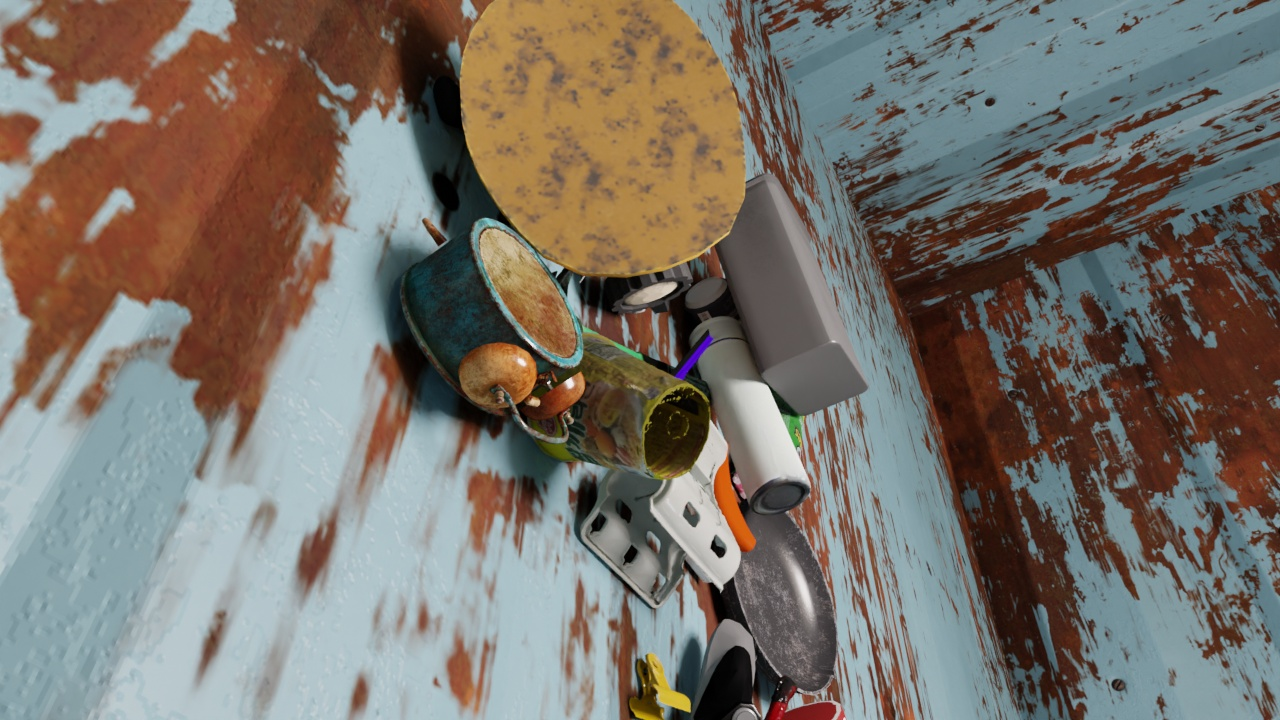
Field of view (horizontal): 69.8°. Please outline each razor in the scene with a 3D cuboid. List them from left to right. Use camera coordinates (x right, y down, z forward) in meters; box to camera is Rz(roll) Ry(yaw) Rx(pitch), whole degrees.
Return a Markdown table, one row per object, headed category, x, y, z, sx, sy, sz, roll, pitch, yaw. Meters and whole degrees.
| category | x | y | z | sx | sy | sz | roll | pitch | yaw |
| --- | --- | --- | --- | --- | --- | --- | --- | --- | --- |
| razor | 0.069 | 0.261 | 0.724 | 0.057 | 0.060 | 0.156 | 34 | 16 | -5 |

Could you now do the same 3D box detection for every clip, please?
| category | x | y | z | sx | sy | sz | roll | pitch | yaw |
| --- | --- | --- | --- | --- | --- | --- | --- | --- | --- |
| clip | 0.014 | 0.244 | 0.683 | 0.054 | 0.046 | 0.048 | 40 | 60 | -48 |
| clip | 0.037 | 0.115 | 0.722 | 0.150 | 0.110 | 0.127 | -49 | 131 | -16 |

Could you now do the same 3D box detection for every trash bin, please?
| category | x | y | z | sx | sy | sz | roll | pitch | yaw |
| --- | --- | --- | --- | --- | --- | --- | --- | --- | --- |
| trash bin | 0.168 | -0.071 | 1.058 | 0.191 | 0.098 | 0.219 | 37 | 32 | -60 |

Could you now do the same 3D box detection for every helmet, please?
| category | x | y | z | sx | sy | sz | roll | pitch | yaw |
| --- | --- | --- | --- | --- | --- | --- | --- | --- | --- |
| helmet | -0.033 | -0.164 | 0.731 | 0.131 | 0.205 | 0.255 | 114 | -43 | -73 |

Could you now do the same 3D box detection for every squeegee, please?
| category | x | y | z | sx | sy | sz | roll | pitch | yaw |
| --- | --- | --- | --- | --- | --- | --- | --- | --- | --- |
| squeegee | 0.057 | 0.097 | 0.850 | 0.185 | 0.055 | 0.248 | 61 | 28 | -10 |

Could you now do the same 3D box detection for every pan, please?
| category | x | y | z | sx | sy | sz | roll | pitch | yaw |
| --- | --- | --- | --- | --- | --- | --- | --- | --- | --- |
| pan | 0.107 | 0.262 | 0.868 | 0.207 | 0.040 | 0.355 | 61 | 30 | -4 |

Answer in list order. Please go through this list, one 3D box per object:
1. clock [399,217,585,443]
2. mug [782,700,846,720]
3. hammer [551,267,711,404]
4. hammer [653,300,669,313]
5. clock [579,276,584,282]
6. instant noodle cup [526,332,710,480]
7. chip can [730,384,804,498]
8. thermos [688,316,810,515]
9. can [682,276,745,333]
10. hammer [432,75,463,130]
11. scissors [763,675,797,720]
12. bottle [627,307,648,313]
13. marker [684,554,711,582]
| category | x | y | z | sx | sy | sz | roll | pitch | yaw |
| --- | --- | --- | --- | --- | --- | --- | --- | --- | --- |
| clock | -0.093 | -0.011 | 0.600 | 0.121 | 0.073 | 0.157 | 25 | 36 | -61 |
| mug | 0.165 | 0.374 | 0.850 | 0.116 | 0.080 | 0.096 | 2 | 68 | -74 |
| hammer | -0.005 | 0.005 | 0.856 | 0.318 | 0.032 | 0.130 | 26 | 46 | -61 |
| hammer | -0.014 | -0.191 | 0.911 | 0.325 | 0.015 | 0.094 | 69 | 19 | -46 |
| clock | -0.037 | -0.132 | 0.845 | 0.122 | 0.044 | 0.091 | -49 | 132 | -47 |
| instant noodle cup | -0.012 | 0.039 | 0.656 | 0.102 | 0.108 | 0.102 | -14 | 111 | -40 |
| chip can | 0.161 | 0.088 | 1.112 | 0.075 | 0.076 | 0.222 | 62 | 22 | -16 |
| thermos | 0.113 | 0.053 | 0.985 | 0.068 | 0.068 | 0.229 | 43 | 23 | -48 |
| can | 0.105 | -0.036 | 1.105 | 0.127 | 0.064 | 0.064 | 57 | 25 | -27 |
| hammer | -0.084 | -0.193 | 0.858 | 0.323 | 0.029 | 0.127 | 5 | 66 | -65 |
| scissors | 0.116 | 0.344 | 0.721 | 0.179 | 0.015 | 0.198 | 38 | 38 | -3 |
| bottle | -0.008 | -0.068 | 0.873 | 0.116 | 0.041 | 0.041 | 68 | 3 | -82 |
| marker | 0.033 | 0.150 | 0.817 | 0.133 | 0.023 | 0.027 | 56 | -6 | -29 |
